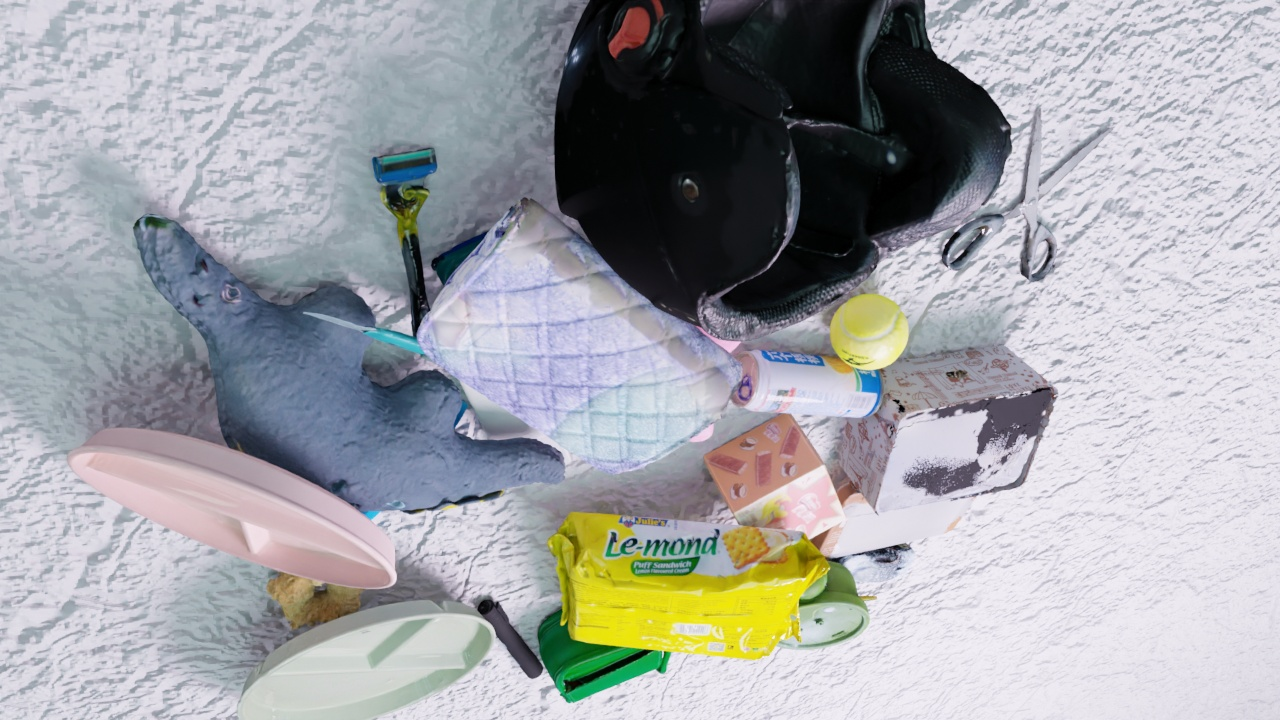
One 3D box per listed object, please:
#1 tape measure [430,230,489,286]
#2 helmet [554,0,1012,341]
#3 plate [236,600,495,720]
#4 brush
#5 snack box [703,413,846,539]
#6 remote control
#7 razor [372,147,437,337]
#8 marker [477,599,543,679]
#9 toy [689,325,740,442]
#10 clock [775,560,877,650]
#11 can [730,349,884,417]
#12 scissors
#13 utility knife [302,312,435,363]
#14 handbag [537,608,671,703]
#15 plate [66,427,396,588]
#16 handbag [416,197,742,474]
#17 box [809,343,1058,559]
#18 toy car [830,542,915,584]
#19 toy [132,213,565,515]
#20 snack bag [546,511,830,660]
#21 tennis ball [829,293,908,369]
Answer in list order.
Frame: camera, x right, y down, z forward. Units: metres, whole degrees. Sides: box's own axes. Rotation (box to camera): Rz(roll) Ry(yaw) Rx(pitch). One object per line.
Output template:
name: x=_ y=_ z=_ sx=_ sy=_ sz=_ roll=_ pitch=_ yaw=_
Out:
tape measure: x=-0.114 y=-0.062 z=0.658 sx=0.058 sy=0.025 sz=0.054 roll=-24 pitch=131 yaw=-2
helmet: x=0.065 y=-0.149 z=0.531 sx=0.232 sy=0.230 sz=0.275 roll=-17 pitch=122 yaw=-44
plate: x=-0.246 y=0.279 z=0.838 sx=0.230 sy=0.027 sz=0.231 roll=-17 pitch=147 yaw=-12
brush: x=-0.221 y=0.128 z=0.757 sx=0.083 sy=0.046 sz=0.255 roll=28 pitch=108 yaw=-35
snack box: x=0.127 y=0.120 z=0.866 sx=0.094 sy=0.077 sz=0.093 roll=-29 pitch=132 yaw=1
remote control: x=-0.102 y=0.041 z=0.747 sx=0.058 sy=0.021 sz=0.150 roll=-22 pitch=131 yaw=-5
razor: x=-0.155 y=-0.074 z=0.627 sx=0.042 sy=0.022 sz=0.143 roll=-18 pitch=124 yaw=-28
marker: x=-0.130 y=0.283 z=0.930 sx=0.022 sy=0.020 sz=0.132 roll=-20 pitch=131 yaw=2
toy: x=-0.004 y=0.004 z=0.723 sx=0.178 sy=0.074 sz=0.195 roll=11 pitch=123 yaw=-20
clock: x=0.174 y=0.260 z=0.994 sx=0.161 sy=0.056 sz=0.116 roll=30 pitch=128 yaw=-33
can: x=0.146 y=0.021 z=0.810 sx=0.134 sy=0.053 sz=0.053 roll=5 pitch=124 yaw=-25
scissors: x=0.340 y=-0.134 z=0.793 sx=0.177 sy=0.014 sz=0.159 roll=-44 pitch=130 yaw=13
utility knife: x=-0.146 y=-0.005 z=0.645 sx=0.192 sy=0.029 sz=0.013 roll=21 pitch=74 yaw=-43
handbag: x=-0.037 y=0.302 z=0.957 sx=0.131 sy=0.068 sz=0.120 roll=-17 pitch=138 yaw=-10
plate: x=-0.277 y=0.106 z=0.643 sx=0.229 sy=0.028 sz=0.230 roll=14 pitch=152 yaw=7
handbag: x=-0.043 y=-0.012 z=0.624 sx=0.194 sy=0.075 sz=0.135 roll=37 pitch=133 yaw=-21
box: x=0.286 y=0.117 z=0.924 sx=0.177 sy=0.088 sz=0.263 roll=-7 pitch=128 yaw=-17
toy car: x=0.264 y=0.231 z=1.040 sx=0.105 sy=0.031 sz=0.049 roll=1 pitch=125 yaw=-22
toy: x=-0.210 y=0.035 z=0.648 sx=0.138 sy=0.091 sz=0.356 roll=-47 pitch=125 yaw=4
snack bag: x=0.038 y=0.215 z=0.852 sx=0.246 sy=0.068 sz=0.158 roll=5 pitch=138 yaw=1
tennis ball: x=0.196 y=-0.025 z=0.786 sx=0.065 sy=0.065 sz=0.066 roll=-11 pitch=130 yaw=-14
